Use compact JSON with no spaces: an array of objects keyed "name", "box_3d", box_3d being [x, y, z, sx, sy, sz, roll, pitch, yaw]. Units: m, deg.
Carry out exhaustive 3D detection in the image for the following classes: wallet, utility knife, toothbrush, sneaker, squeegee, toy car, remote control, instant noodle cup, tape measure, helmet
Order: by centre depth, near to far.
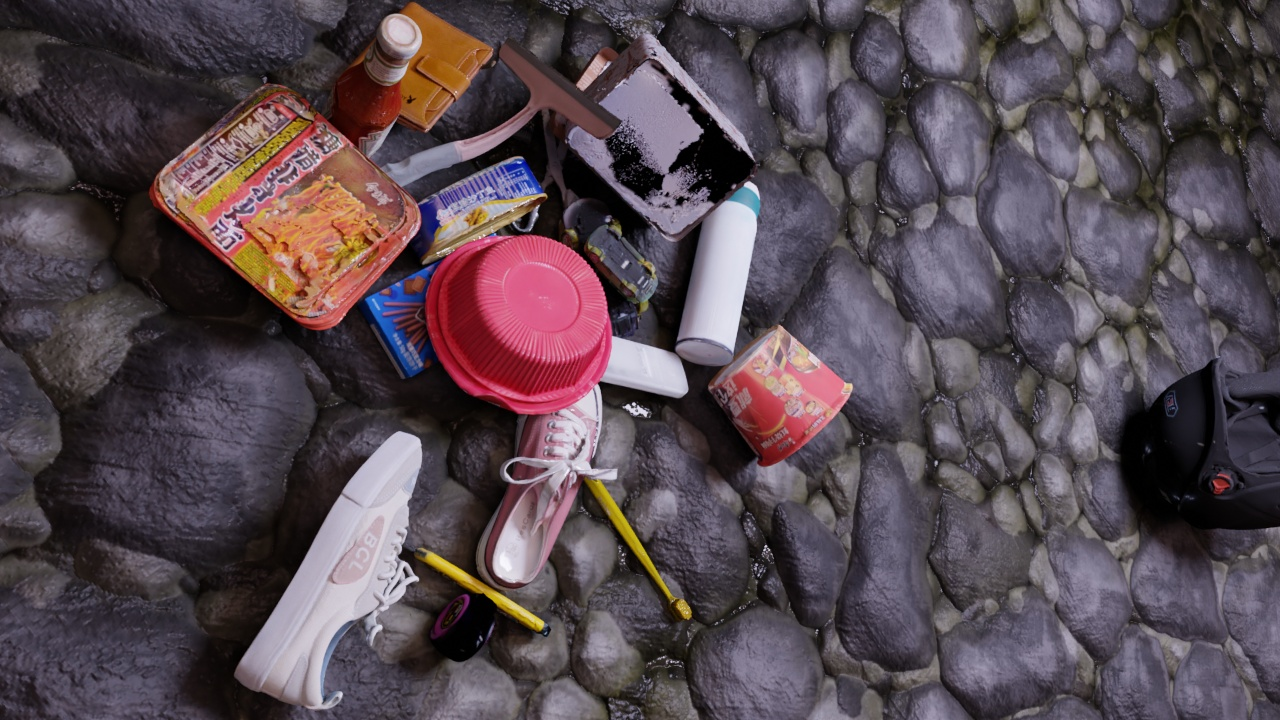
[{"name":"sneaker","box_3d":[-0.235,0.177,0.780,0.091,0.090,0.241,29,68,-5]},{"name":"instant noodle cup","box_3d":[-0.310,-0.131,0.821,0.189,0.079,0.164,43,62,-12]},{"name":"tape measure","box_3d":[-0.159,0.243,0.830,0.039,0.058,0.056,45,40,-19]},{"name":"utility knife","box_3d":[-0.150,0.217,0.859,0.164,0.033,0.015,36,66,-14]},{"name":"instant noodle cup","box_3d":[-0.103,-0.047,0.877,0.193,0.066,0.193,12,64,-25]},{"name":"sneaker","box_3d":[-0.084,0.105,0.888,0.118,0.088,0.240,32,59,-20]},{"name":"squeegee","box_3d":[-0.180,-0.218,0.918,0.249,0.247,0.040,-31,138,-13]},{"name":"wallet","box_3d":[-0.221,-0.293,0.930,0.119,0.035,0.130,27,62,4]},{"name":"toothbrush","box_3d":[-0.002,0.194,0.959,0.015,0.017,0.190,-37,97,-33]},{"name":"toy car","box_3d":[-0.022,-0.099,0.959,0.091,0.036,0.043,48,62,-21]},{"name":"remote control","box_3d":[-0.006,0.006,0.983,0.135,0.020,0.055,14,48,-39]},{"name":"toy car","box_3d":[-0.043,-0.097,0.991,0.070,0.042,0.158,-20,97,-34]},{"name":"instant noodle cup","box_3d":[0.148,0.036,1.026,0.108,0.138,0.137,47,59,-3]},{"name":"toothbrush","box_3d":[-0.066,-0.224,1.030,0.189,0.014,0.016,21,75,-25]},{"name":"helmet","box_3d":[0.869,0.129,1.366,0.274,0.231,0.232,44,45,-15]}]

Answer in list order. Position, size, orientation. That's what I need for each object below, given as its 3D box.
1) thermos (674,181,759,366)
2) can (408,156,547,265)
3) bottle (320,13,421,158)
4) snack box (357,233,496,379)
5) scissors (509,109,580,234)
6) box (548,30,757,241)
[{"name":"thermos","box_3d":[0.094,-0.107,1.065,0.073,0.073,0.223,23,67,-24]},{"name":"can","box_3d":[-0.166,-0.150,0.913,0.147,0.075,0.049,-32,94,-24]},{"name":"bottle","box_3d":[-0.240,-0.239,0.816,0.059,0.207,0.059,7,74,-28]},{"name":"snack box","box_3d":[-0.187,-0.055,0.904,0.156,0.026,0.084,-34,101,-32]},{"name":"scissors","box_3d":[-0.093,-0.203,0.998,0.174,0.014,0.159,-45,107,-25]},{"name":"box","box_3d":[0.011,-0.252,1.011,0.182,0.154,0.180,40,25,-28]}]
